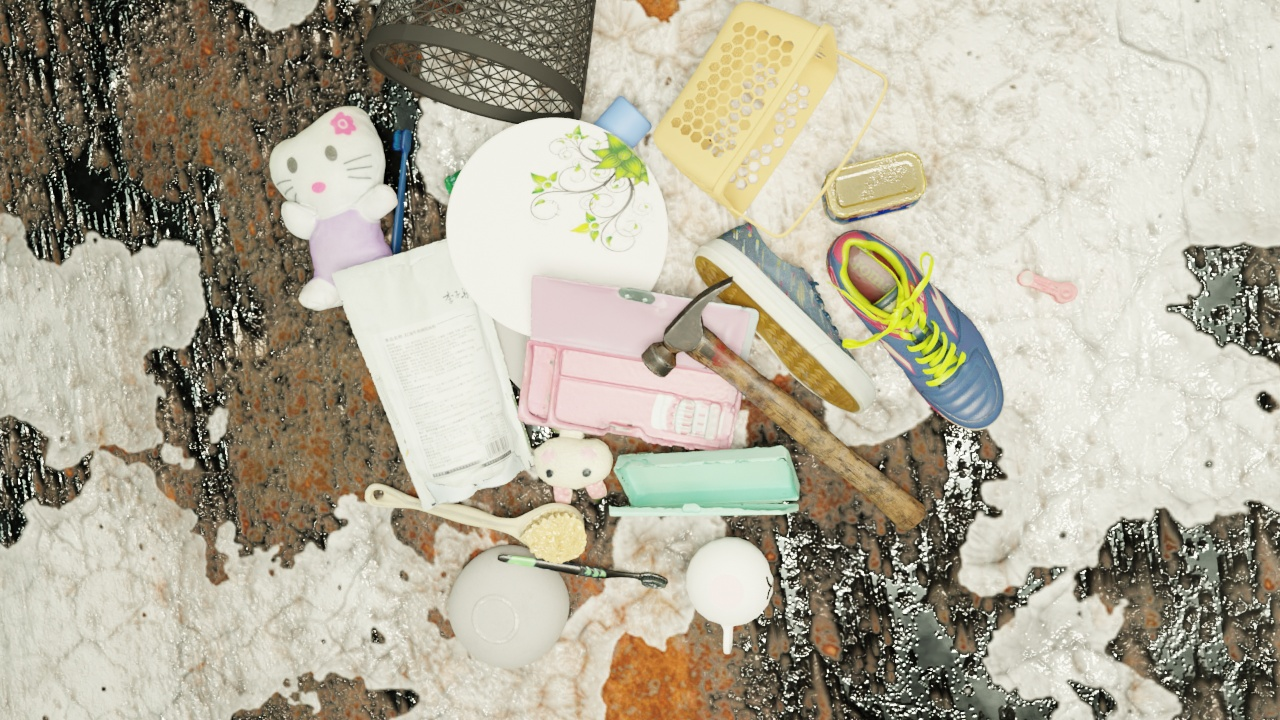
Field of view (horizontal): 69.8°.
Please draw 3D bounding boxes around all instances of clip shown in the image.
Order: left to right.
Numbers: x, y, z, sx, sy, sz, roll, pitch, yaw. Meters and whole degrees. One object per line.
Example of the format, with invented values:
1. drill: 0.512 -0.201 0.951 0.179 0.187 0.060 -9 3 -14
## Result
1. clip: 0.401 -0.073 0.906 0.057 0.035 0.022 22 100 12

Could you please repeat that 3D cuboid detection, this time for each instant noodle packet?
1. instant noodle packet: -0.213 0.014 0.981 0.146 0.057 0.269 -20 101 -21

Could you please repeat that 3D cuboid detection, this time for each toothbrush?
1. toothbrush: -0.276 -0.165 1.036 0.017 0.016 0.190 7 95 18
2. toothbrush: -0.062 0.228 0.994 0.188 0.017 0.014 10 101 -6

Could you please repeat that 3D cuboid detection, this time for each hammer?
1. hammer: 0.164 0.057 0.913 0.330 0.033 0.120 39 112 -11

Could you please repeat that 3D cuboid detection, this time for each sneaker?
1. sneaker: 0.160 -0.049 0.932 0.235 0.087 0.079 45 74 3
2. sneaker: 0.268 -0.026 0.904 0.116 0.091 0.242 -41 86 7

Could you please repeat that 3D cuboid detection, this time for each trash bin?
1. trash bin: -0.136 -0.387 0.907 0.217 0.217 0.243 13 89 9

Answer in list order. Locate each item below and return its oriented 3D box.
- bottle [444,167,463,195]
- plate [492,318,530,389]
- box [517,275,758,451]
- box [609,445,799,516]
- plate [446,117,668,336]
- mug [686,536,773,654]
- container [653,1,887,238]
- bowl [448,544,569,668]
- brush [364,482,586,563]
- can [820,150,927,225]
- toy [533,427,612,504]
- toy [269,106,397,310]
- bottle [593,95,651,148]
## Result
1. bottle: -0.159 -0.208 0.998 0.110 0.042 0.042 -30 88 9
2. plate: -0.077 -0.036 1.004 0.173 0.019 0.173 1 93 11
3. box: -0.005 0.002 0.954 0.233 0.055 0.180 10 114 1
4. box: 0.063 0.145 0.934 0.189 0.079 0.077 -4 133 21
5. plate: -0.086 -0.136 0.962 0.229 0.030 0.229 0 106 1
6. mug: 0.093 0.247 0.959 0.090 0.076 0.124 2 94 10
7. container: 0.128 -0.230 0.897 0.167 0.129 0.183 35 96 17
8. bowl: -0.150 0.276 1.012 0.132 0.064 0.132 1 93 10
9. brush: -0.186 0.172 1.018 0.272 0.077 0.062 8 86 15
10. can: 0.232 -0.172 0.918 0.100 0.059 0.054 -13 91 12
11. toy: -0.073 0.107 0.999 0.087 0.050 0.112 0 102 10
12. toy: -0.324 -0.166 1.005 0.138 0.085 0.209 -15 85 11
13. bottle: -0.049 -0.216 0.973 0.048 0.048 0.131 45 100 5
